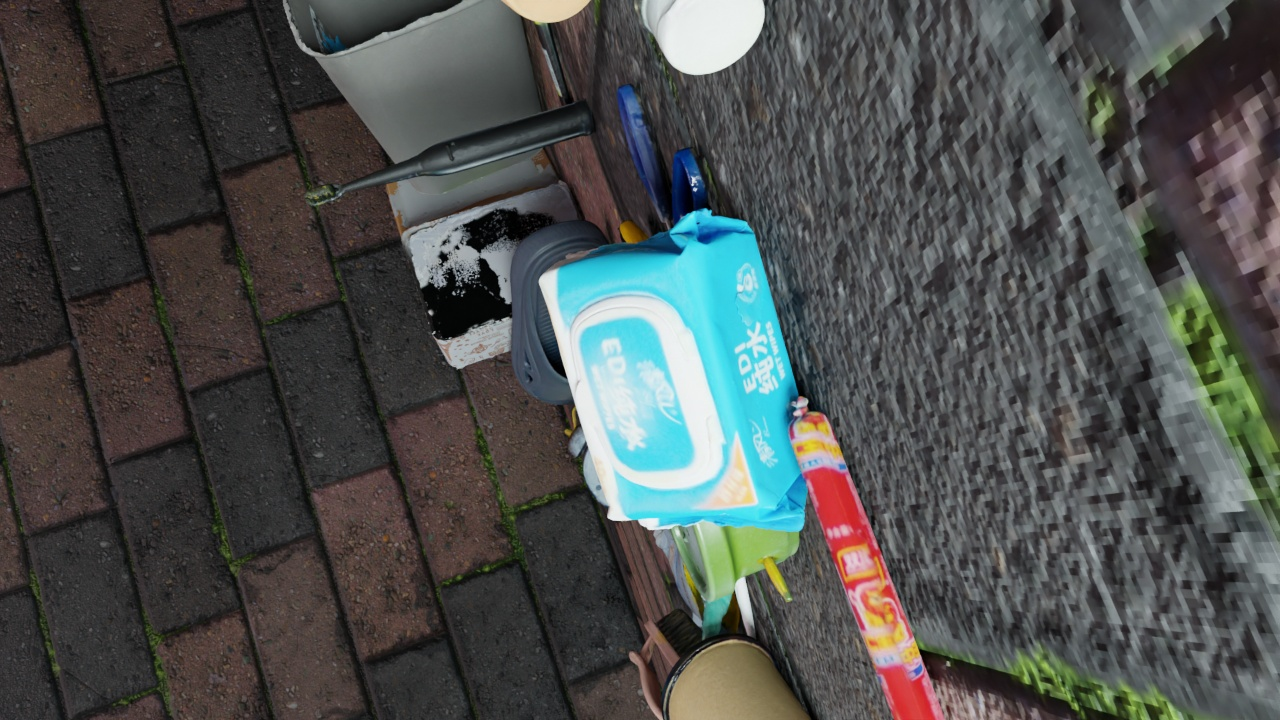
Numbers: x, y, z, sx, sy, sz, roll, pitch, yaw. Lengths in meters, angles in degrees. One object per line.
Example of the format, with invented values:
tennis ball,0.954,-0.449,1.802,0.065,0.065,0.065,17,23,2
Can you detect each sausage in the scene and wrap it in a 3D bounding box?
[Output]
sausage,0.089,0.088,0.363,0.020,0.020,0.156,114,136,-79

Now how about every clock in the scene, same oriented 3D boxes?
clock,-0.021,0.087,0.875,0.122,0.082,0.055,59,179,-8
clock,0.039,0.067,0.529,0.161,0.056,0.116,-136,28,-73

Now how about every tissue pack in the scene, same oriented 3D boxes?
tissue pack,0.016,0.009,0.400,0.090,0.063,0.140,-8,104,38

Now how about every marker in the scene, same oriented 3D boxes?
marker,-0.071,-0.248,0.703,0.018,0.015,0.124,-119,10,-55

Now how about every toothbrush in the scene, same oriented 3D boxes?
toothbrush,0.079,0.201,0.706,0.016,0.016,0.180,-127,20,-54
toothbrush,-0.137,-0.147,0.662,0.027,0.212,0.026,-169,61,-81

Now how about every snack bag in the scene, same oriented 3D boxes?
snack bag,0.048,0.197,0.828,0.110,0.038,0.191,60,171,5

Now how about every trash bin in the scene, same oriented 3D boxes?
trash bin,-0.202,-0.297,0.877,0.220,0.198,0.198,73,174,-60

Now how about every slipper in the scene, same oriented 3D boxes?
slipper,-0.061,-0.015,0.844,0.269,0.110,0.083,90,157,-58

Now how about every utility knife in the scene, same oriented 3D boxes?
utility knife,0.009,-0.049,0.537,0.154,0.015,0.033,-121,8,-59

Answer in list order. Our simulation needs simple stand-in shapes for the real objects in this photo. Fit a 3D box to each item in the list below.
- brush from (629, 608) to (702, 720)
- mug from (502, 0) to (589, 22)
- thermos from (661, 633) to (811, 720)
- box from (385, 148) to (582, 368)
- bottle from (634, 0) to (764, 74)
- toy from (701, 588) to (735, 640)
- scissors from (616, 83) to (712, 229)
brush,0.033,0.254,0.753,0.063,0.073,0.146,52,171,-17
mug,-0.069,-0.238,0.511,0.122,0.078,0.078,-124,16,-45
thermos,0.076,0.249,0.613,0.143,0.093,0.093,28,137,66
box,-0.155,-0.133,0.942,0.107,0.178,0.271,83,165,-56
bottle,-0.010,-0.182,0.337,0.080,0.044,0.194,84,164,-61
toy,0.054,0.162,0.693,0.096,0.030,0.092,-72,-31,-47
scissors,0.019,-0.074,0.501,0.176,0.012,0.162,99,150,-76
